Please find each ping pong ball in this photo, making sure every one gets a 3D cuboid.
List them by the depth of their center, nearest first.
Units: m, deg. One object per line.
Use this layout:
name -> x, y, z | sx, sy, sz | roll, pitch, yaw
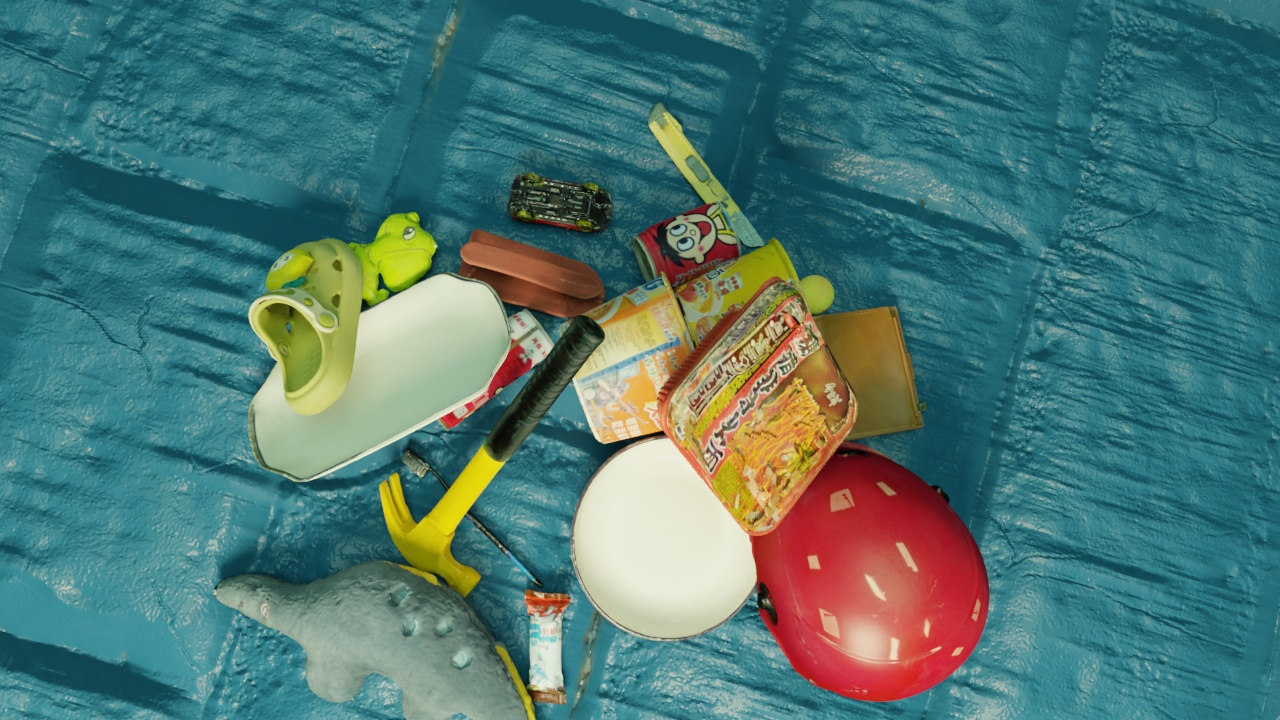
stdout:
ping pong ball -> 0.178, -0.067, 0.939 | 0.040, 0.040, 0.040 | 1, 80, -4

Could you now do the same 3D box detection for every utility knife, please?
utility knife -> 0.067, -0.192, 0.968 | 0.031, 0.020, 0.190 | -36, 89, -3

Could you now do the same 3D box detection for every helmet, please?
helmet -> 0.210, 0.189, 0.821 | 0.207, 0.144, 0.240 | -28, 90, -8

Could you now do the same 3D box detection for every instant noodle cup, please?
instant noodle cup -> 0.094, 0.039, 0.780 | 0.164, 0.079, 0.189 | -47, 125, -16
instant noodle cup -> -0.005, 0.005, 0.866 | 0.111, 0.151, 0.151 | -19, 82, 1
instant noodle cup -> 0.099, -0.036, 0.886 | 0.110, 0.138, 0.138 | -19, 82, 1

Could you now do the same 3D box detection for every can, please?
can -> -0.151, 0.008, 0.895 | 0.132, 0.053, 0.053 | -38, 85, -9
can -> 0.046, -0.114, 0.924 | 0.093, 0.066, 0.066 | -23, 83, -7

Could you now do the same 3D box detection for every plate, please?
plate -> -0.240, 0.018, 0.861 | 0.265, 0.034, 0.162 | -28, 54, 0
plate -> 0.026, 0.168, 0.879 | 0.192, 0.039, 0.192 | 1, 86, -12

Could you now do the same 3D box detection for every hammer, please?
hammer -> -0.130, 0.080, 0.826 | 0.129, 0.032, 0.301 | 40, 110, 2

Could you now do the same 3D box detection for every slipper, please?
slipper -> -0.310, -0.043, 0.846 | 0.092, 0.081, 0.190 | -26, 55, 22

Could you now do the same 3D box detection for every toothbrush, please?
toothbrush -> -0.164, 0.155, 0.891 | 0.189, 0.014, 0.016 | 45, 81, 3

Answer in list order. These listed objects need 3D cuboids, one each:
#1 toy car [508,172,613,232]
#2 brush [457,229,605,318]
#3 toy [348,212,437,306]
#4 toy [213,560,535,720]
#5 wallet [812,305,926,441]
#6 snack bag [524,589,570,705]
toy car -> -0.081, -0.159, 0.940 | 0.106, 0.031, 0.049 | 8, 81, -2
brush -> -0.105, -0.082, 0.906 | 0.146, 0.069, 0.063 | 17, 80, -1
toy -> -0.251, -0.100, 0.918 | 0.100, 0.031, 0.096 | -6, 81, -1
toy -> -0.222, 0.258, 0.838 | 0.356, 0.091, 0.138 | 25, 107, 2
wallet -> 0.233, 0.012, 0.931 | 0.119, 0.035, 0.130 | -8, 80, -11
snack bag -> -0.090, 0.271, 0.870 | 0.048, 0.026, 0.104 | 2, 80, 8
